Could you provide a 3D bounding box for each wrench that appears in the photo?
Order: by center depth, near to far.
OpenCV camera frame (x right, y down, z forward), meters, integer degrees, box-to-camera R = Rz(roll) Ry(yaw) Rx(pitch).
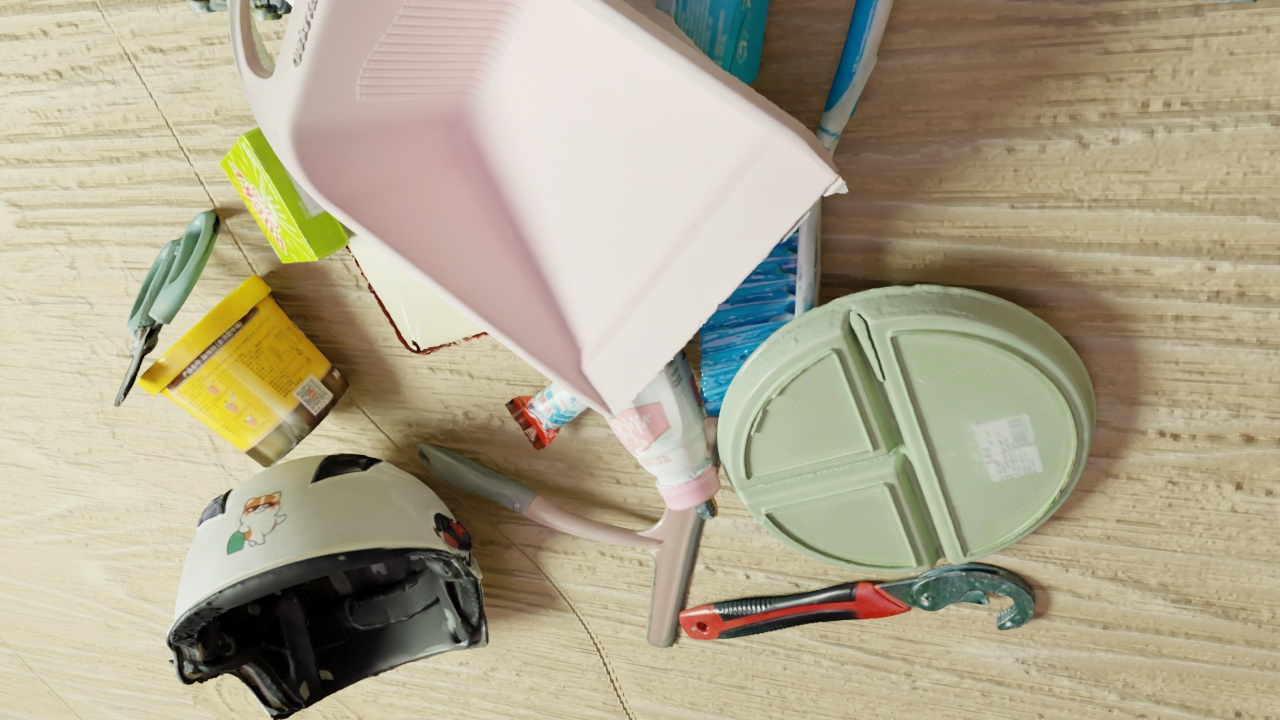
[{"bbox_3d":[0.151,0.187,0.693,0.274,0.016,0.056,-13,113,27],"label":"wrench"}]

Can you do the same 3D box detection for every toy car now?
[{"bbox_3d":[-0.258,-0.246,0.591,0.091,0.034,0.043,11,125,18],"label":"toy car"}]

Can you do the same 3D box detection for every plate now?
[{"bbox_3d":[0.162,0.056,0.569,0.230,0.027,0.231,4,129,5],"label":"plate"}]

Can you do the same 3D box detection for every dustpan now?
[{"bbox_3d":[-0.080,-0.101,0.464,0.273,0.138,0.223,53,134,16],"label":"dustpan"}]

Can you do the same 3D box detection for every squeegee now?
[{"bbox_3d":[-0.075,0.114,0.728,0.250,0.040,0.248,17,124,13],"label":"squeegee"}]

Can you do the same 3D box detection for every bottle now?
[{"bbox_3d":[-0.004,0.003,0.599,0.068,0.068,0.197,-18,102,30],"label":"bottle"}]

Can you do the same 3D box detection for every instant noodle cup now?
[{"bbox_3d":[-0.302,0.013,0.717,0.119,0.118,0.114,-31,111,33],"label":"instant noodle cup"}]

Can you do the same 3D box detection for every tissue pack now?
[{"bbox_3d":[0.025,-0.209,0.477,0.090,0.063,0.140,20,126,20],"label":"tissue pack"}]

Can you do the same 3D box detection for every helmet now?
[{"bbox_3d":[-0.244,0.159,0.729,0.230,0.156,0.274,-21,145,-3],"label":"helmet"}]

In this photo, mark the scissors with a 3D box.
[{"bbox_3d":[-0.345,-0.046,0.676,0.132,0.185,0.019,-41,130,18],"label":"scissors"}]

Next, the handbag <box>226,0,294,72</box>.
[{"bbox_3d":[-0.196,-0.244,0.526,0.163,0.063,0.179,45,128,2],"label":"handbag"}]

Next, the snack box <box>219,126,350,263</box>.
[{"bbox_3d":[-0.243,-0.108,0.620,0.156,0.026,0.086,10,130,60],"label":"snack box"}]

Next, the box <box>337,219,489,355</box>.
[{"bbox_3d":[-0.151,-0.090,0.612,0.091,0.079,0.168,-15,113,29],"label":"box"}]

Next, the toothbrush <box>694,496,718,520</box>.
[{"bbox_3d":[0.008,0.030,0.640,0.016,0.018,0.191,-24,99,22],"label":"toothbrush"}]

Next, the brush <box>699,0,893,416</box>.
[{"bbox_3d":[0.086,-0.104,0.526,0.109,0.060,0.315,4,120,14],"label":"brush"}]

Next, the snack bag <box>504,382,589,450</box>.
[{"bbox_3d":[-0.051,0.025,0.670,0.104,0.026,0.048,-32,100,31],"label":"snack bag"}]

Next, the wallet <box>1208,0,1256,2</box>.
[{"bbox_3d":[0.231,-0.219,0.420,0.121,0.019,0.097,11,120,17],"label":"wallet"}]
